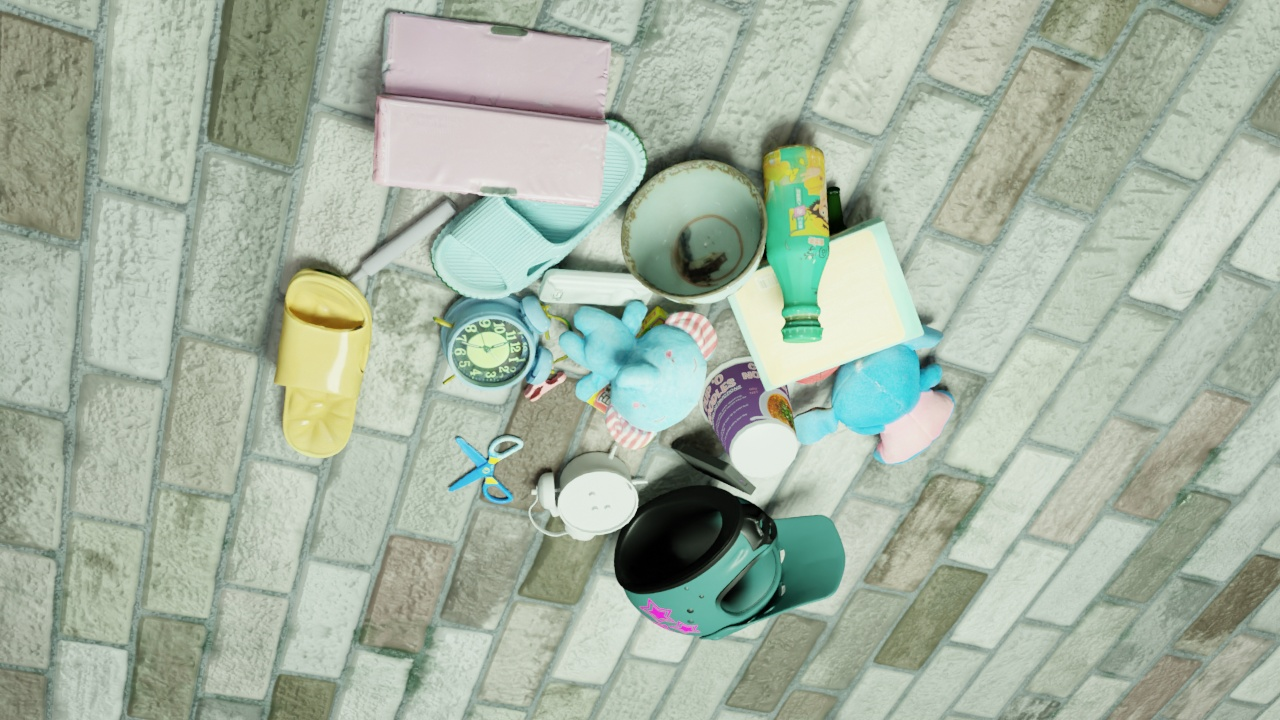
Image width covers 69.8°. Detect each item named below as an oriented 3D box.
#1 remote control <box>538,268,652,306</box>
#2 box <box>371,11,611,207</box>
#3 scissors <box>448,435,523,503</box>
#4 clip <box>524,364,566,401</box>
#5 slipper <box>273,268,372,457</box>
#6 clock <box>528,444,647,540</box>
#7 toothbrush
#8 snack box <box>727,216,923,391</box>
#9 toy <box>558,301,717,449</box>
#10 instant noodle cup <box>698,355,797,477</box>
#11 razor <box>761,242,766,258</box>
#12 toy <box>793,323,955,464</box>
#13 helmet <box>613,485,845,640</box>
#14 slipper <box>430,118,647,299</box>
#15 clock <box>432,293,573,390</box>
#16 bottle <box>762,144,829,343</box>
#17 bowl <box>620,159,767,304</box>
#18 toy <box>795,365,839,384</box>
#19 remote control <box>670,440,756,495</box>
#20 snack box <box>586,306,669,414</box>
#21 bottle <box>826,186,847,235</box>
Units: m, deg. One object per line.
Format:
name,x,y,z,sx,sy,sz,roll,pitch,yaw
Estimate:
remote control,-0.049,-0.081,1.066,0.133,0.022,0.050,2,144,-20
box,-0.147,-0.252,0.925,0.232,0.040,0.179,3,96,-10
scissors,-0.202,0.143,1.211,0.126,0.013,0.125,-34,120,9
clip,-0.116,0.029,1.149,0.045,0.023,0.060,19,112,-16
slipper,-0.374,0.020,1.075,0.099,0.078,0.264,9,124,-13
clock,-0.075,0.187,1.225,0.159,0.061,0.120,-31,120,11
toothbrush,-0.284,-0.122,1.036,0.188,0.018,0.019,-33,109,13
snack box,0.210,-0.063,1.061,0.194,0.044,0.141,-21,104,12
toy,-0.006,0.006,1.069,0.180,0.114,0.183,32,101,-14
instant noodle cup,0.148,0.073,1.145,0.137,0.121,0.122,-32,119,13
razor,0.110,-0.116,1.084,0.144,0.021,0.044,-18,139,5
toy,0.310,0.058,1.170,0.224,0.099,0.191,-42,123,7
helmet,0.112,0.267,1.210,0.276,0.176,0.200,-26,134,35
slipper,-0.111,-0.157,1.002,0.276,0.069,0.116,-36,113,13
clock,-0.160,-0.023,1.088,0.162,0.060,0.118,-8,120,-6
bottle,0.171,-0.124,0.995,0.068,0.068,0.209,-1,83,-6
bowl,0.068,-0.129,1.016,0.160,0.159,0.094,-27,161,10
toy,0.205,-0.034,1.124,0.092,0.062,0.133,-18,112,-2
remote control,0.092,0.137,1.178,0.058,0.133,0.013,42,78,-27
snack box,-0.001,0.008,1.144,0.075,0.025,0.152,36,111,-25
bottle,0.227,-0.144,1.075,0.033,0.033,0.123,-9,121,-1
